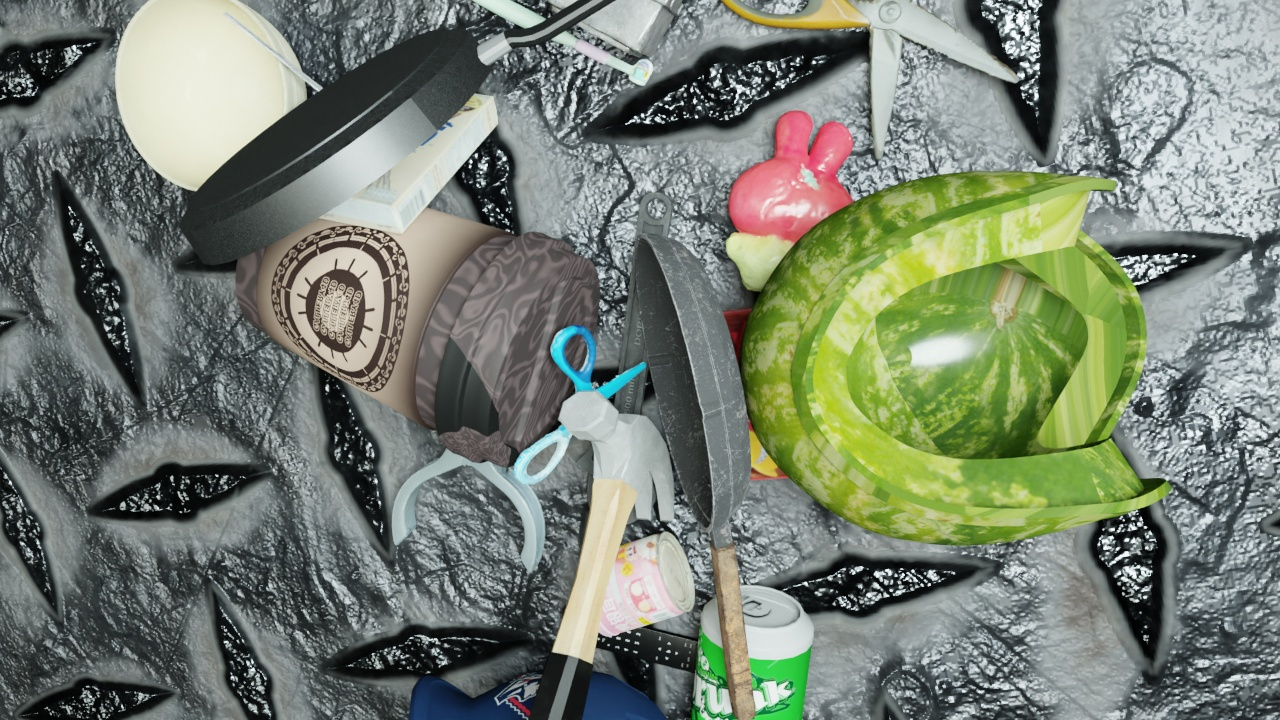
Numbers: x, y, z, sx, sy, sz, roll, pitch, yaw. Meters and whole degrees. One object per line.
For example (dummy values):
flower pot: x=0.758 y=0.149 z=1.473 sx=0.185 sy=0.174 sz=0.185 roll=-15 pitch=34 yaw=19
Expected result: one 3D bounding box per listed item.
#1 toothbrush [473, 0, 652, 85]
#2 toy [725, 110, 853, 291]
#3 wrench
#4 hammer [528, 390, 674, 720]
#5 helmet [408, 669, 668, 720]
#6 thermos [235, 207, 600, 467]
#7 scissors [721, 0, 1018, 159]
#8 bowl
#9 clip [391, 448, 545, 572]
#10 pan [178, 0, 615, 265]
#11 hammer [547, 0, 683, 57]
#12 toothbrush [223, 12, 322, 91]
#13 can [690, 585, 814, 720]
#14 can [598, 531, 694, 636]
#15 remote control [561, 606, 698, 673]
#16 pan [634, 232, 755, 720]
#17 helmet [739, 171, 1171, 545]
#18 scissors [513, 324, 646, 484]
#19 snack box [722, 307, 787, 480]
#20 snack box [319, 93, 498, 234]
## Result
toothbrush: x=-0.062 y=-0.245 z=0.685 sx=0.155 sy=0.015 sz=0.022 roll=27 pitch=73 yaw=6
toy: x=0.109 y=-0.111 z=0.655 sx=0.091 sy=0.045 sz=0.135 roll=12 pitch=92 yaw=1
wrench: x=-0.005 y=0.004 z=0.728 sx=0.073 sy=0.018 sz=0.273 roll=11 pitch=104 yaw=11
hammer: x=-0.043 y=0.190 z=0.634 sx=0.039 sy=0.131 sz=0.327 roll=-1 pitch=61 yaw=32
helmet: x=-0.074 y=0.342 z=0.712 sx=0.223 sy=0.232 sz=0.272 roll=-45 pitch=104 yaw=-1
thermos: x=-0.167 y=-0.039 z=0.686 sx=0.226 sy=0.172 sz=0.173 roll=22 pitch=107 yaw=15
scissors: x=0.153 y=-0.254 z=0.622 sx=0.230 sy=0.016 sz=0.225 roll=10 pitch=100 yaw=15
bowl: x=-0.326 y=-0.211 z=0.728 sx=0.151 sy=0.075 sz=0.151 roll=3 pitch=103 yaw=14
clip: x=-0.153 y=0.122 z=0.788 sx=0.166 sy=0.032 sz=0.164 roll=-35 pitch=93 yaw=18
pan: x=-0.140 y=-0.173 z=0.579 sx=0.357 sy=0.225 sz=0.034 roll=-27 pitch=121 yaw=11
hammer: x=-0.089 y=-0.358 z=0.616 sx=0.326 sy=0.079 sz=0.177 roll=30 pitch=108 yaw=0
toothbrush: x=-0.235 y=-0.194 z=0.693 sx=0.010 sy=0.010 sz=0.181 roll=-39 pitch=125 yaw=19
can: x=0.086 y=0.257 z=0.725 sx=0.088 sy=0.087 sz=0.140 roll=8 pitch=104 yaw=12
can: x=-0.004 y=0.181 z=0.741 sx=0.076 sy=0.067 sz=0.067 roll=-22 pitch=96 yaw=17
remote control: x=-0.001 y=0.241 z=0.785 sx=0.140 sy=0.009 sz=0.030 roll=11 pitch=105 yaw=12
pan: x=0.050 y=0.086 z=0.628 sx=0.040 sy=0.207 sz=0.357 roll=-13 pitch=101 yaw=-6
helmet: x=0.182 y=-0.001 z=0.559 sx=0.244 sy=0.246 sz=0.213 roll=-12 pitch=91 yaw=21
scissors: x=-0.046 y=0.031 z=0.680 sx=0.011 sy=0.133 sz=0.140 roll=33 pitch=148 yaw=40
snack box: x=0.088 y=0.026 z=0.706 sx=0.089 sy=0.021 sz=0.133 roll=-6 pitch=101 yaw=15
snack box: x=-0.174 y=-0.152 z=0.668 sx=0.082 sy=0.149 sz=0.026 roll=13 pitch=138 yaw=16
